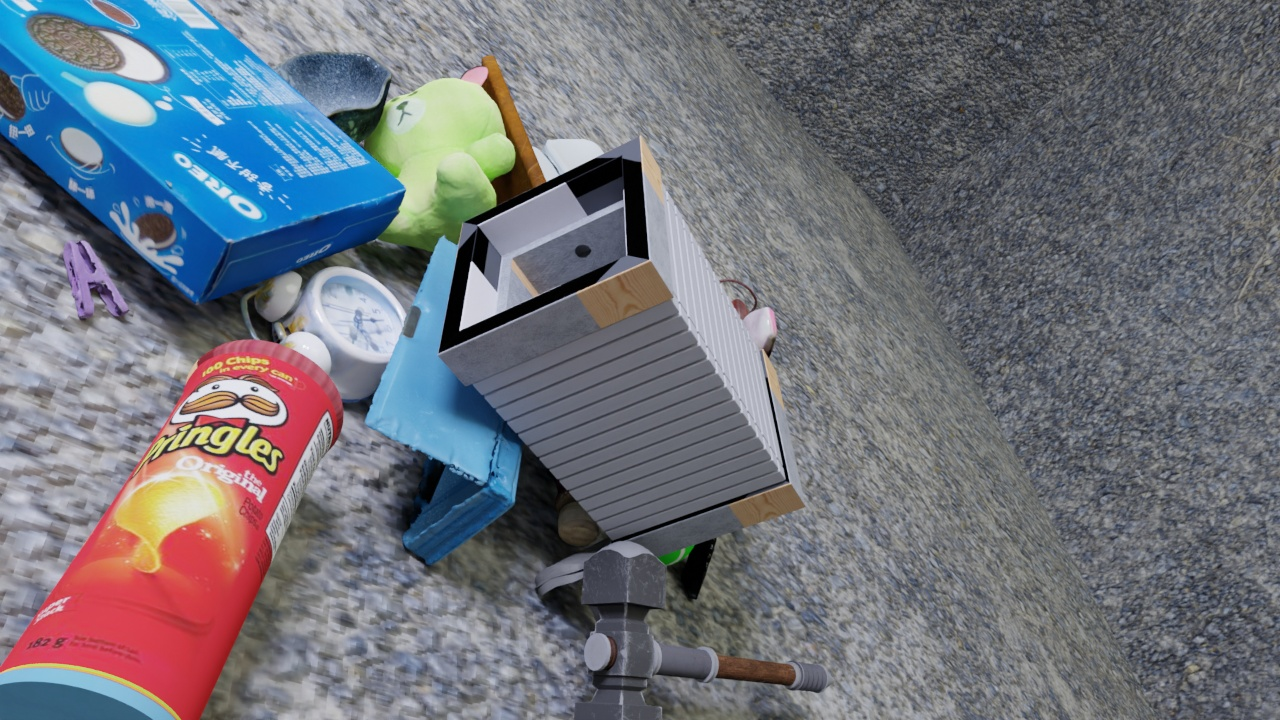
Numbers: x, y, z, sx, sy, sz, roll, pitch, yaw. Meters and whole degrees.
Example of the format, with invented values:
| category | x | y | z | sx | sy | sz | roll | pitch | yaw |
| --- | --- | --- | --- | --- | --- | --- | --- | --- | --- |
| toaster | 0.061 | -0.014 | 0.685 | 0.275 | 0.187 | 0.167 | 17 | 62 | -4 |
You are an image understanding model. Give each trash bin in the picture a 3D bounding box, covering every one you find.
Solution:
| category | x | y | z | sx | sy | sz | roll | pitch | yaw |
| --- | --- | --- | --- | --- | --- | --- | --- | --- | --- |
| trash bin | -0.004 | 0.004 | 0.652 | 0.247 | 0.143 | 0.142 | 55 | 21 | -37 |

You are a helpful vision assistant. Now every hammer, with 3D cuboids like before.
| category | x | y | z | sx | sy | sz | roll | pitch | yaw |
| --- | --- | --- | --- | --- | --- | --- | --- | --- | --- |
| hammer | 0.073 | 0.244 | 0.727 | 0.322 | 0.043 | 0.155 | 25 | 60 | -45 |

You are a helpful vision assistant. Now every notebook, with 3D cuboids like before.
| category | x | y | z | sx | sy | sz | roll | pitch | yaw |
| --- | --- | --- | --- | --- | --- | --- | --- | --- | --- |
| notebook | -0.111 | -0.132 | 0.862 | 0.014 | 0.179 | 0.249 | -13 | 61 | -18 |

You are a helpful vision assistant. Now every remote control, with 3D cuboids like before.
| category | x | y | z | sx | sy | sz | roll | pitch | yaw |
| --- | --- | --- | --- | --- | --- | --- | --- | --- | --- |
| remote control | 0.061 | 0.140 | 0.820 | 0.022 | 0.150 | 0.047 | 16 | 23 | 10 |

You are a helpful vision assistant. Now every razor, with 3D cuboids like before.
| category | x | y | z | sx | sy | sz | roll | pitch | yaw |
| --- | --- | --- | --- | --- | --- | --- | --- | --- | --- |
| razor | -0.023 | 0.198 | 0.691 | 0.088 | 0.047 | 0.116 | -9 | 72 | -63 |

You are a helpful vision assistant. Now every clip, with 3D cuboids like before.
| category | x | y | z | sx | sy | sz | roll | pitch | yaw |
| --- | --- | --- | --- | --- | --- | --- | --- | --- | --- |
| clip | -0.315 | -0.043 | 0.520 | 0.051 | 0.014 | 0.043 | 50 | 27 | -14 |

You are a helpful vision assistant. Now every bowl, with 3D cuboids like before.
| category | x | y | z | sx | sy | sz | roll | pitch | yaw |
| --- | --- | --- | --- | --- | --- | --- | --- | --- | --- |
| bowl | -0.260 | -0.209 | 0.763 | 0.055 | 0.110 | 0.110 | 93 | -11 | -47 |

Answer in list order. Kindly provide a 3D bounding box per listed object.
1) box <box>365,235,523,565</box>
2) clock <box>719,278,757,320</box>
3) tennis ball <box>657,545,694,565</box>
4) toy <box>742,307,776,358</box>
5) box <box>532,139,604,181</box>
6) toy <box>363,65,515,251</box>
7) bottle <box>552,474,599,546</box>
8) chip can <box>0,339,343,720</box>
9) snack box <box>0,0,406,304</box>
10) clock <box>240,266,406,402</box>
| category | x | y | z | sx | sy | sz | roll | pitch | yaw |
| --- | --- | --- | --- | --- | --- | --- | --- | --- | --- |
| box | -0.142 | 0.015 | 0.657 | 0.111 | 0.094 | 0.231 | 39 | 29 | -25 |
| clock | 0.056 | -0.033 | 0.994 | 0.120 | 0.158 | 0.072 | 37 | 35 | -32 |
| tennis ball | 0.018 | 0.146 | 0.797 | 0.065 | 0.065 | 0.065 | 40 | 27 | -26 |
| toy | 0.048 | -0.022 | 0.843 | 0.084 | 0.159 | 0.194 | -19 | 47 | -27 |
| box | -0.066 | -0.167 | 1.027 | 0.190 | 0.045 | 0.209 | -16 | 65 | -42 |
| toy | -0.175 | -0.169 | 0.792 | 0.107 | 0.150 | 0.196 | 57 | 19 | -35 |
| bottle | -0.051 | 0.081 | 0.768 | 0.059 | 0.060 | 0.165 | 39 | 28 | -29 |
| chip can | -0.215 | 0.085 | 0.440 | 0.087 | 0.087 | 0.212 | 41 | 28 | -25 |
| snack box | -0.297 | -0.154 | 0.598 | 0.239 | 0.056 | 0.195 | 42 | 25 | 0 |
| clock | -0.214 | -0.020 | 0.625 | 0.125 | 0.052 | 0.088 | 3 | 55 | -56 |
